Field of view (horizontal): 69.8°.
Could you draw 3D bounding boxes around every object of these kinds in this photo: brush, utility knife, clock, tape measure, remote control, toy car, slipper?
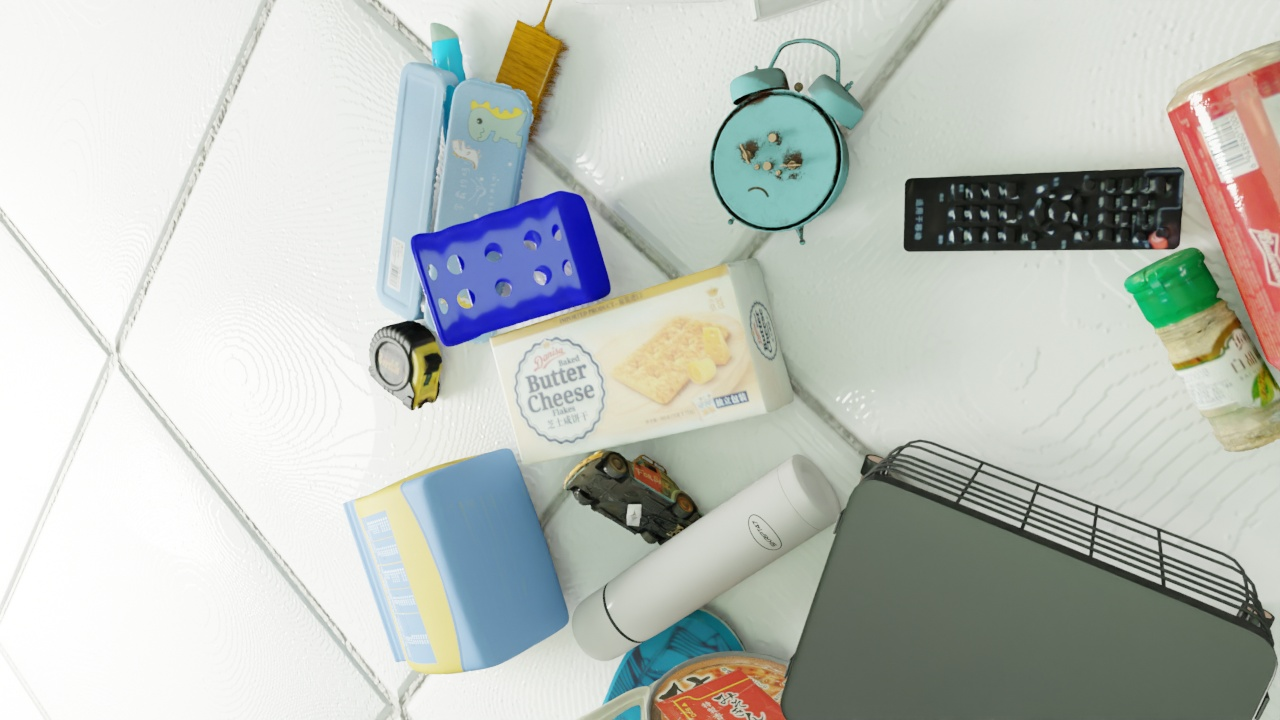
[{"bbox_3d":[-0.079,-0.230,0.694,0.048,0.017,0.126,33,111,21],"label":"brush"},{"bbox_3d":[-0.149,-0.183,0.741,0.031,0.015,0.175,1,100,30],"label":"utility knife"},{"bbox_3d":[0.095,-0.143,0.593,0.090,0.053,0.124,20,107,23],"label":"clock"},{"bbox_3d":[-0.200,-0.002,0.783,0.067,0.038,0.063,31,119,24],"label":"tape measure"},{"bbox_3d":[0.235,-0.088,0.545,0.150,0.022,0.047,4,98,26],"label":"remote control"},{"bbox_3d":[-0.003,0.096,0.679,0.112,0.047,0.047,34,118,-24],"label":"toy car"},{"bbox_3d":[-0.013,0.316,0.716,0.118,0.060,0.296,42,114,13],"label":"slipper"}]

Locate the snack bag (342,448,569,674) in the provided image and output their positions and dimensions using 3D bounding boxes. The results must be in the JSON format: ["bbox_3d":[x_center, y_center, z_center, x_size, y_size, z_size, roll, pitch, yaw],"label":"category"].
[{"bbox_3d":[-0.174,0.173,0.765,0.206,0.102,0.159,-21,87,42],"label":"snack bag"}]

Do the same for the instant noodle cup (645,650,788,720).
[{"bbox_3d":[0.068,0.285,0.619,0.124,0.123,0.122,7,110,27],"label":"instant noodle cup"}]

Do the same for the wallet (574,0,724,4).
[{"bbox_3d":[0.004,-0.257,0.607,0.118,0.115,0.037,1,98,6],"label":"wallet"}]

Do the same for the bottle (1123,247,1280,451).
[{"bbox_3d":[0.312,-0.006,0.503,0.043,0.043,0.111,-31,83,28],"label":"bottle"}]

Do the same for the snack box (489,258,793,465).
[{"bbox_3d":[-0.004,0.004,0.665,0.208,0.057,0.104,-15,90,29],"label":"snack box"}]

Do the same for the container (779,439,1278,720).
[{"bbox_3d":[0.214,0.160,0.529,0.241,0.130,0.163,22,107,24],"label":"container"}]

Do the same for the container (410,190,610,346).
[{"bbox_3d":[-0.091,-0.068,0.671,0.114,0.085,0.084,-16,95,13],"label":"container"}]

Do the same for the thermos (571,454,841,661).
[{"bbox_3d":[0.039,0.148,0.659,0.225,0.052,0.052,-39,79,24],"label":"thermos"}]

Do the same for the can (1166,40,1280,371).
[{"bbox_3d":[0.332,-0.073,0.468,0.067,0.067,0.170,-21,87,29],"label":"can"}]

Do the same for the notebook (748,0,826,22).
[{"bbox_3d":[0.120,-0.339,0.577,0.143,0.009,0.210,-8,93,28],"label":"notebook"}]

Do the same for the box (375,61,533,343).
[{"bbox_3d":[-0.156,-0.123,0.731,0.127,0.034,0.209,23,115,23],"label":"box"}]
